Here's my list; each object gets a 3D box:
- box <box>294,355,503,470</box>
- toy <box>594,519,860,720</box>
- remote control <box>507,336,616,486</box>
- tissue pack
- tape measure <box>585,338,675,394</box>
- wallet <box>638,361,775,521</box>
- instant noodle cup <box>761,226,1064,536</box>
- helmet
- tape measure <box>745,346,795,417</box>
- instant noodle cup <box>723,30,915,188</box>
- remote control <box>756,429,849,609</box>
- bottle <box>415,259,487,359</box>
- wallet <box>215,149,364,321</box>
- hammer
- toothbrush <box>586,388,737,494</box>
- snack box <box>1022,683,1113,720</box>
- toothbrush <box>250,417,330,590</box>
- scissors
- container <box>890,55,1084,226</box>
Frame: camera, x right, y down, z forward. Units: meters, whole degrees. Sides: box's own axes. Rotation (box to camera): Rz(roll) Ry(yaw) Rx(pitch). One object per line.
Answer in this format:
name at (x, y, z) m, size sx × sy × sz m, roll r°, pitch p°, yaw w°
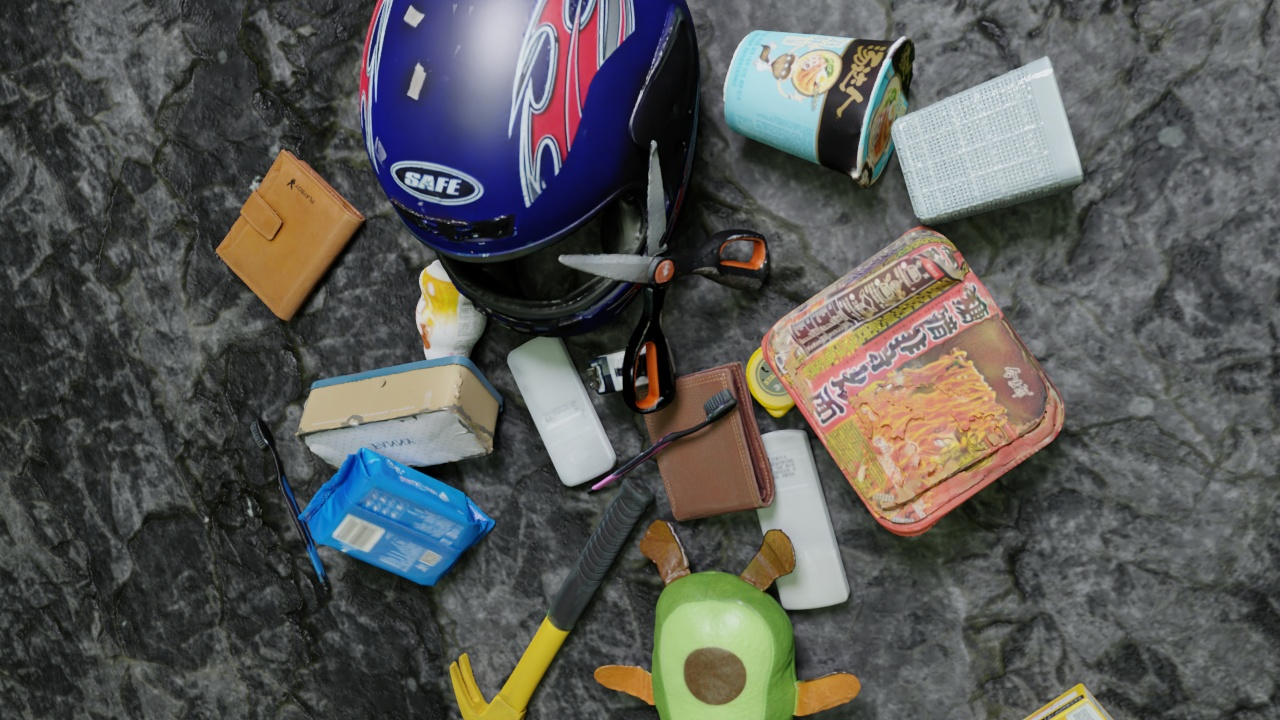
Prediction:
box at (-0.211, 0.051, 0.828) m, size 0.184 × 0.090 × 0.061 m, roll -10°, pitch 52°, yaw 15°
toy at (0.068, 0.259, 0.765) m, size 0.227 × 0.089 × 0.246 m, roll -4°, pitch 90°, yaw 25°
remote control at (-0.070, 0.044, 0.824) m, size 0.056 × 0.020 × 0.136 m, roll -27°, pitch 86°, yaw 17°
tissue pack at (-0.220, 0.144, 0.840) m, size 0.157 × 0.052 × 0.095 m, roll 32°, pitch 108°, yaw -29°
tape measure at (-0.005, 0.005, 0.775) m, size 0.066 × 0.065 × 0.033 m, roll -14°, pitch 95°, yaw 20°
wallet at (0.054, 0.071, 0.771) m, size 0.101 × 0.032 × 0.124 m, roll -16°, pitch 88°, yaw 39°
instant noodle cup at (0.201, 0.017, 0.691) m, size 0.164 × 0.079 × 0.189 m, roll -33°, pitch 85°, yaw 0°
helmet at (-0.087, -0.177, 0.682) m, size 0.248 × 0.240 × 0.315 m, roll 13°, pitch 94°, yaw 23°
tape measure at (0.117, 0.011, 0.757) m, size 0.057 × 0.028 × 0.060 m, roll 47°, pitch 107°, yaw 7°
instant noodle cup at (0.131, -0.199, 0.698) m, size 0.120 × 0.111 × 0.111 m, roll 20°, pitch 101°, yaw 22°
remote control at (0.129, 0.133, 0.767) m, size 0.058 × 0.021 × 0.150 m, roll -15°, pitch 90°, yaw 24°
bottle at (-0.171, -0.035, 0.827) m, size 0.063 × 0.063 × 0.108 m, roll 18°, pitch 114°, yaw 15°
wallet at (-0.342, -0.121, 0.891) m, size 0.108 × 0.031 × 0.132 m, roll 43°, pitch 104°, yaw 8°
hammer at (-0.073, 0.236, 0.837) m, size 0.129 × 0.032 × 0.301 m, roll 33°, pitch 104°, yaw 11°
toothbrush at (0.012, 0.072, 0.775) m, size 0.190 × 0.014 × 0.017 m, roll -36°, pitch 64°, yaw 37°
snack box at (0.355, 0.333, 0.710) m, size 0.087 × 0.033 × 0.140 m, roll -42°, pitch 81°, yaw 16°
toothbrush at (-0.353, 0.146, 0.927) m, size 0.016 × 0.014 × 0.189 m, roll -24°, pitch 88°, yaw 19°
scissors at (0.026, -0.057, 0.692) m, size 0.022 × 0.220 × 0.235 m, roll 32°, pitch 129°, yaw 37°
container at (0.249, -0.152, 0.670) m, size 0.112 × 0.089 × 0.090 m, roll -16°, pitch 89°, yaw 21°
